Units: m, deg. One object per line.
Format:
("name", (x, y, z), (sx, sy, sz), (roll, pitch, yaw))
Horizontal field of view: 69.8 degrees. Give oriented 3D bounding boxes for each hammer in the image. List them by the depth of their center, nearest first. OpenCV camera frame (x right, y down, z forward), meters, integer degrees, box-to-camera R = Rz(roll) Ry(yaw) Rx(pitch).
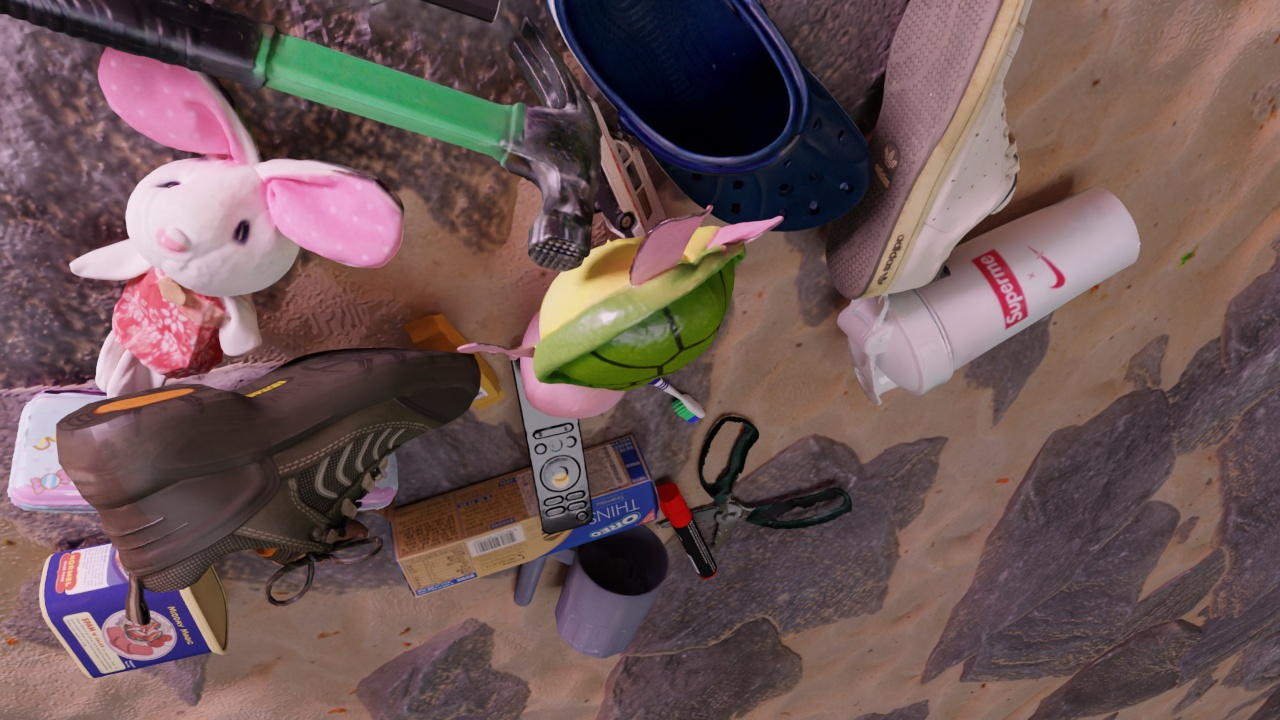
("hammer", (-0.168, -0.139, 0.423), (0.318, 0.130, 0.032), (13, 154, -21))

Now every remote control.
("remote control", (-0.064, 0.057, 0.668), (0.041, 0.020, 0.152), (-12, 111, -13))

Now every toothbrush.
("toothbrush", (-0.004, 0.004, 0.687), (0.016, 0.015, 0.186), (-35, 135, 17))

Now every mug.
("mug", (-0.048, 0.199, 0.819), (0.124, 0.083, 0.104), (15, 130, -5))

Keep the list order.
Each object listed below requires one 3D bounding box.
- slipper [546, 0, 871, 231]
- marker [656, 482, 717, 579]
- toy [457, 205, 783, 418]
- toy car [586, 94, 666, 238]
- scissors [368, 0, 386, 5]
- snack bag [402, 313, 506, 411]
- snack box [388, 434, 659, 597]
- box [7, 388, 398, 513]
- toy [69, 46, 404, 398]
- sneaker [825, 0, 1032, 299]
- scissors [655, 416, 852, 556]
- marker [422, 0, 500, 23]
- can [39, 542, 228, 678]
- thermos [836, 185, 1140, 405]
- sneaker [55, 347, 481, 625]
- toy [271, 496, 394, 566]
("slipper", (0.045, -0.141, 0.515), (0.105, 0.095, 0.252), (-43, 130, 15))
("marker", (0.044, 0.160, 0.841), (0.023, 0.021, 0.145), (5, 142, 26))
("toy", (-0.010, -0.025, 0.536), (0.189, 0.087, 0.239), (-29, 176, -38))
("toy car", (-0.017, -0.118, 0.550), (0.039, 0.039, 0.113), (-40, 138, -14))
("scissors", (-0.078, -0.226, 0.422), (0.155, 0.019, 0.125), (-7, 140, -8))
("snack bag", (-0.125, 0.001, 0.626), (0.026, 0.020, 0.099), (-23, 137, 10))
("snack box", (-0.091, 0.124, 0.734), (0.206, 0.056, 0.057), (-16, 134, -8))
("box", (-0.266, 0.071, 0.579), (0.214, 0.092, 0.089), (4, 129, -27))
("toy", (-0.230, -0.056, 0.478), (0.159, 0.084, 0.195), (38, 115, -13))
("sneaker", (0.203, -0.140, 0.578), (0.102, 0.088, 0.242), (2, 130, -18))
("scissors", (0.113, 0.115, 0.843), (0.201, 0.015, 0.202), (-9, 135, -13))
("marker", (-0.128, -0.185, 0.433), (0.123, 0.021, 0.018), (11, 142, -22))
("can", (-0.362, 0.176, 0.665), (0.092, 0.056, 0.116), (-10, 135, -14))
("thermos", (0.259, -0.055, 0.698), (0.220, 0.099, 0.099), (-28, 137, -3))
("sneaker", (-0.176, 0.072, 0.509), (0.237, 0.101, 0.143), (-17, 104, -47))
("toy", (-0.235, 0.125, 0.684), (0.101, 0.041, 0.055), (-1, 110, -13))
